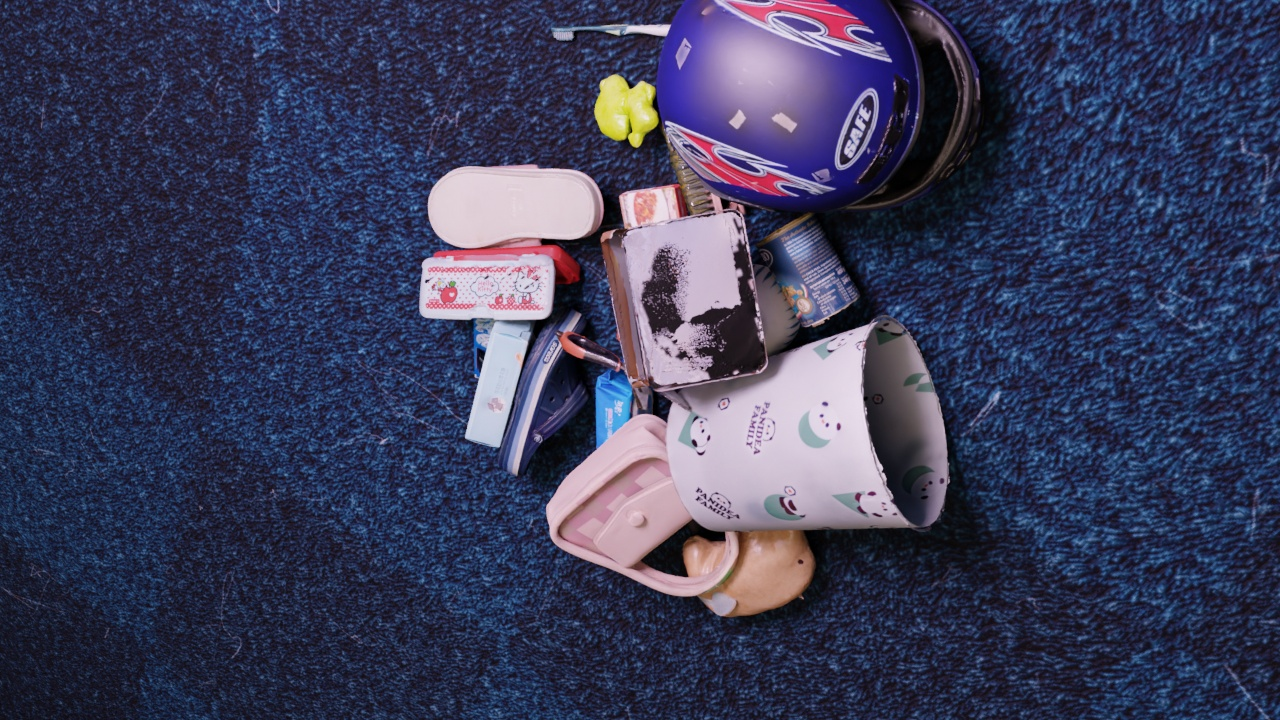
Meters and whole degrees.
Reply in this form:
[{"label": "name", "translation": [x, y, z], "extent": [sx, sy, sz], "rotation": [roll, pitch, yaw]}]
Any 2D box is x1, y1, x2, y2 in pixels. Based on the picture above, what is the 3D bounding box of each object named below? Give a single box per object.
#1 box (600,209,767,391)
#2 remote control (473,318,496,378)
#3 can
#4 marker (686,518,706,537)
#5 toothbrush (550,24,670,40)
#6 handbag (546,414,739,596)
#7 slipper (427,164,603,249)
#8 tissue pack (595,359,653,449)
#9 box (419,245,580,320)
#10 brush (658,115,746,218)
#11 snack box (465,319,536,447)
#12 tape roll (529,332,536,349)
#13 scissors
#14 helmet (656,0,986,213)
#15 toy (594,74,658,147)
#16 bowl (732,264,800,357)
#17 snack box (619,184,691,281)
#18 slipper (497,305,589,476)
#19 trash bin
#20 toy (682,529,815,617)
[{"label": "box", "translation": [0.043, -0.066, 1.024], "extent": [0.154, 0.184, 0.183], "rotation": [-10, 98, 1]}, {"label": "remote control", "translation": [-0.203, -0.025, 1.258], "extent": [0.049, 0.024, 0.125], "rotation": [16, 120, 19]}, {"label": "can", "translation": [0.188, -0.101, 1.029], "extent": [0.075, 0.075, 0.111], "rotation": [-28, 96, 31]}, {"label": "marker", "translation": [0.050, 0.182, 1.239], "extent": [0.022, 0.020, 0.132], "rotation": [-22, 99, 47]}, {"label": "toothbrush", "translation": [-0.019, -0.377, 1.056], "extent": [0.192, 0.016, 0.018], "rotation": [9, 123, 23]}, {"label": "handbag", "translation": [0.020, 0.201, 1.139], "extent": [0.194, 0.093, 0.234], "rotation": [-41, 106, 21]}, {"label": "slipper", "translation": [-0.159, -0.196, 1.170], "extent": [0.275, 0.054, 0.114], "rotation": [2, 107, 32]}, {"label": "tissue pack", "translation": [-0.018, 0.071, 1.185], "extent": [0.052, 0.094, 0.157], "rotation": [8, 111, 21]}, {"label": "box", "translation": [-0.186, -0.091, 1.182], "extent": [0.202, 0.095, 0.101], "rotation": [1, 71, 26]}, {"label": "brush", "translation": [0.074, -0.225, 1.048], "extent": [0.073, 0.063, 0.146], "rotation": [-19, 103, 0]}, {"label": "snack box", "translation": [-0.186, 0.024, 1.220], "extent": [0.051, 0.074, 0.175], "rotation": [15, 118, -6]}, {"label": "tape roll", "translation": [-0.182, -0.019, 1.274], "extent": [0.086, 0.013, 0.086], "rotation": [9, 114, 22]}, {"label": "scissors", "translation": [-0.016, 0.004, 1.099], "extent": [0.226, 0.188, 0.015], "rotation": [23, 114, 20]}, {"label": "helmet", "translation": [0.167, -0.255, 0.886], "extent": [0.315, 0.239, 0.248], "rotation": [24, 120, 15]}, {"label": "toy", "translation": [-0.019, -0.289, 1.066], "extent": [0.100, 0.031, 0.096], "rotation": [-12, 82, 46]}, {"label": "bowl", "translation": [0.126, -0.050, 1.085], "extent": [0.117, 0.066, 0.116], "rotation": [9, 113, 22]}, {"label": "snack box", "translation": [0.025, -0.135, 1.123], "extent": [0.075, 0.025, 0.153], "rotation": [-2, 108, 27]}, {"label": "slipper", "translation": [-0.120, 0.053, 1.219], "extent": [0.095, 0.105, 0.253], "rotation": [20, 113, -6]}, {"label": "trash bin", "translation": [0.181, 0.088, 1.030], "extent": [0.253, 0.228, 0.229], "rotation": [-14, 103, 34]}, {"label": "toy", "translation": [0.160, 0.251, 1.178], "extent": [0.227, 0.082, 0.143], "rotation": [-38, 100, 29]}]
